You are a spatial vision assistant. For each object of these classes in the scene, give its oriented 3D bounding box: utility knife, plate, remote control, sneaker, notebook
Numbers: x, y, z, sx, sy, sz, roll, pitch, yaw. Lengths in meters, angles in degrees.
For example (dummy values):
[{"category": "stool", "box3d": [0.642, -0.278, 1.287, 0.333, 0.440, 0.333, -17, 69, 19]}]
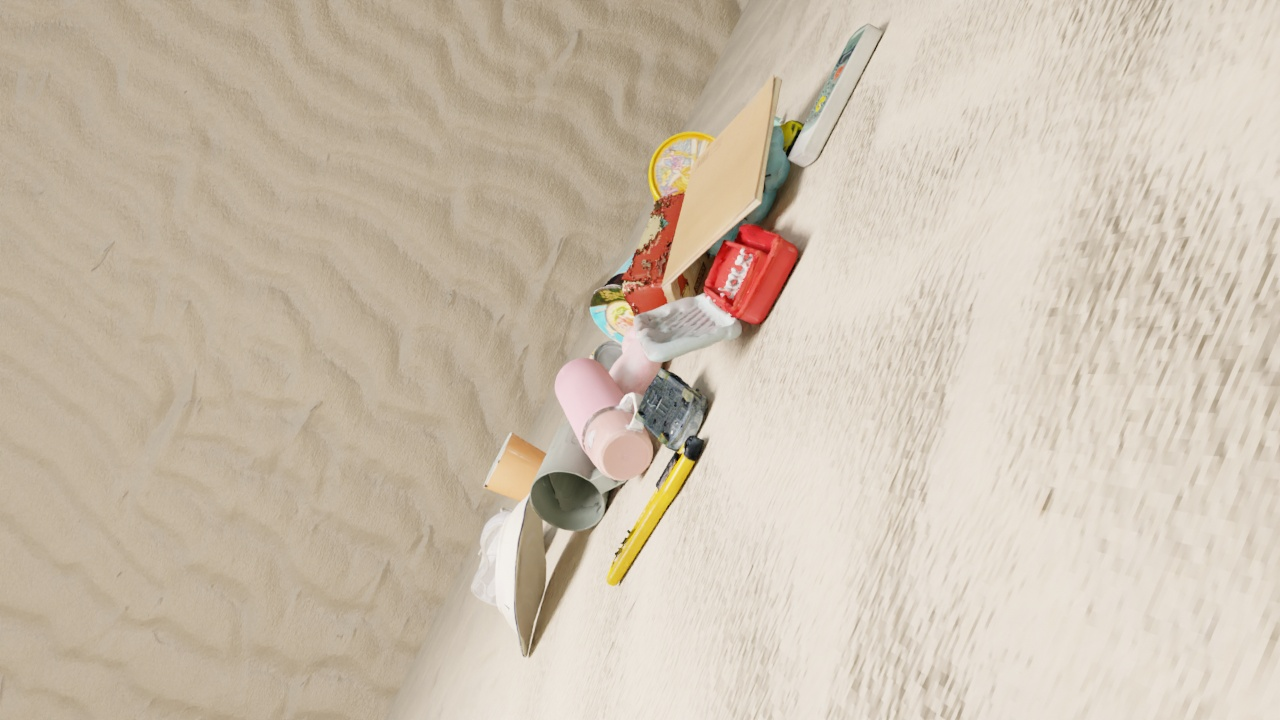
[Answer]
[{"category": "utility knife", "box3d": [0.009, 0.121, 0.742, 0.154, 0.015, 0.033, -60, 5, 19]}, {"category": "plate", "box3d": [-0.135, 0.228, 1.029, 0.163, 0.034, 0.164, -79, -9, -66]}, {"category": "remote control", "box3d": [0.179, -0.245, 0.855, 0.135, 0.019, 0.056, -62, 8, 3]}, {"category": "sneaker", "box3d": [-0.185, 0.269, 1.331, 0.090, 0.089, 0.243, -63, 0, -40]}, {"category": "notebook", "box3d": [0.083, -0.186, 0.943, 0.150, 0.012, 0.210, -41, 26, 43]}]

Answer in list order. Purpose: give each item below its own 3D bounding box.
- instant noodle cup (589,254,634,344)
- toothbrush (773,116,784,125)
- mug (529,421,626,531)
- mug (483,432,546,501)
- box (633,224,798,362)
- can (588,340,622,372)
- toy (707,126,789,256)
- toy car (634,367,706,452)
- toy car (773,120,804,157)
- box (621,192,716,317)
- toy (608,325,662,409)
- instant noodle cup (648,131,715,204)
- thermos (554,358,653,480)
[{"category": "instant noodle cup", "box3d": [0.008, -0.093, 1.221, 0.120, 0.111, 0.111, -59, 3, -37]}, {"category": "toothbrush", "box3d": [0.124, -0.219, 1.149, 0.020, 0.029, 0.190, 10, -68, -53]}, {"category": "mug", "box3d": [-0.054, 0.116, 1.012, 0.124, 0.083, 0.103, -29, 22, 25]}, {"category": "mug", "box3d": [-0.128, 0.153, 1.166, 0.078, 0.122, 0.078, -60, 7, 12]}, {"category": "box", "box3d": [0.065, -0.056, 0.815, 0.160, 0.065, 0.201, -42, 10, 5]}, {"category": "can", "box3d": [-0.051, 0.020, 1.323, 0.066, 0.066, 0.094, -67, 8, -30]}, {"category": "toy", "box3d": [0.108, -0.175, 0.969, 0.156, 0.050, 0.162, -103, 32, -65]}, {"category": "toy car", "box3d": [0.029, 0.044, 0.809, 0.054, 0.036, 0.120, -62, 17, 4]}, {"category": "toy car", "box3d": [0.147, -0.233, 0.990, 0.048, 0.032, 0.105, -62, 9, 3]}, {"category": "box", "box3d": [0.032, -0.110, 1.027, 0.091, 0.078, 0.167, 64, -145, -41]}, {"category": "toy", "box3d": [-0.007, 0.006, 1.100, 0.122, 0.054, 0.159, -48, 22, 50]}, {"category": "instant noodle cup", "box3d": [0.067, -0.243, 1.280, 0.118, 0.118, 0.114, -64, 0, -8]}, {"category": "thermos", "box3d": [-0.037, 0.050, 0.953, 0.198, 0.067, 0.087, -130, 58, -66]}]
